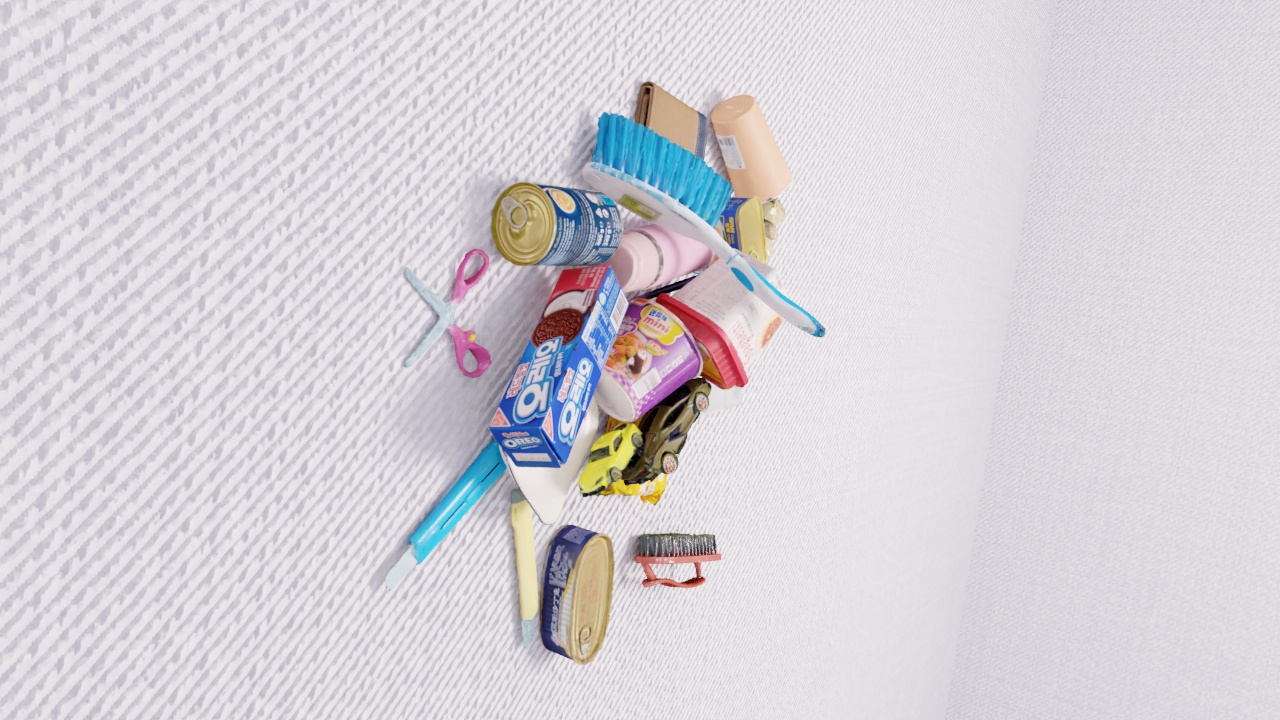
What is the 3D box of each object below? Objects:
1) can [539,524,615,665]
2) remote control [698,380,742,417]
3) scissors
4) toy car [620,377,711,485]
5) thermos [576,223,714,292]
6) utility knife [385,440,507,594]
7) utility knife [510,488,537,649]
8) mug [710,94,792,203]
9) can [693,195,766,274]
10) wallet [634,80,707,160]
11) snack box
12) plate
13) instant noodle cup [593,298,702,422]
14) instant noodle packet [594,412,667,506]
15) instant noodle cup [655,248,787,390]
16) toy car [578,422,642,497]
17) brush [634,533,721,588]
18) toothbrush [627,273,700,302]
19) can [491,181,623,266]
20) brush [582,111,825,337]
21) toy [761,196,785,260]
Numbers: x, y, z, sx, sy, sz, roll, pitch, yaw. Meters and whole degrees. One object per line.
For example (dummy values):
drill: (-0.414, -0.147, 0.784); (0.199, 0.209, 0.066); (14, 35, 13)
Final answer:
can: (-0.070, 0.256, 1.007); (0.074, 0.049, 0.148); (-8, 105, -55)
remote control: (0.104, 0.045, 1.236); (0.124, 0.024, 0.049); (-12, 109, -56)
scissors: (-0.166, -0.041, 0.813); (0.133, 0.017, 0.133); (-59, 138, -23)
toy car: (0.026, 0.074, 1.013); (0.042, 0.070, 0.157); (48, 53, -23)
thermos: (0.007, -0.114, 1.002); (0.198, 0.087, 0.067); (-28, 107, -58)
utility knife: (-0.176, 0.140, 0.842); (0.181, 0.018, 0.034); (-51, 140, -36)
utility knife: (-0.118, 0.216, 0.950); (0.030, 0.019, 0.183); (-20, 109, -49)
mug: (0.136, -0.267, 1.157); (0.078, 0.078, 0.123); (-59, 136, -29)
can: (0.103, -0.151, 1.125); (0.057, 0.083, 0.102); (-42, 132, -43)
wallet: (0.034, -0.254, 1.041); (0.115, 0.033, 0.090); (11, 87, -56)
snack box: (-0.070, 0.001, 0.849); (0.057, 0.058, 0.206); (63, 35, -42)
plate: (-0.098, 0.060, 0.905); (0.164, 0.034, 0.163); (70, 32, -40)
instant noodle cup: (-0.006, 0.006, 0.989); (0.099, 0.112, 0.112); (-43, 134, -24)
instant noodle packet: (-0.005, 0.102, 1.068); (0.110, 0.044, 0.128); (16, 82, -50)
instant noodle cup: (0.097, -0.050, 1.032); (0.124, 0.117, 0.116); (-45, 138, -13)
toy car: (-0.034, 0.101, 0.960); (0.032, 0.048, 0.105); (53, 38, -17)
brush: (0.043, 0.255, 1.166); (0.145, 0.063, 0.069); (15, 73, -56)
toothbrush: (0.050, -0.087, 1.055); (0.188, 0.014, 0.017); (-21, 139, -21)
can: (-0.076, -0.127, 0.868); (0.111, 0.075, 0.075); (-9, 106, -56)
brush: (0.077, -0.137, 0.958); (0.314, 0.061, 0.109); (26, 68, -14)
toy: (0.144, -0.152, 1.218); (0.157, 0.066, 0.105); (-63, 176, -17)
